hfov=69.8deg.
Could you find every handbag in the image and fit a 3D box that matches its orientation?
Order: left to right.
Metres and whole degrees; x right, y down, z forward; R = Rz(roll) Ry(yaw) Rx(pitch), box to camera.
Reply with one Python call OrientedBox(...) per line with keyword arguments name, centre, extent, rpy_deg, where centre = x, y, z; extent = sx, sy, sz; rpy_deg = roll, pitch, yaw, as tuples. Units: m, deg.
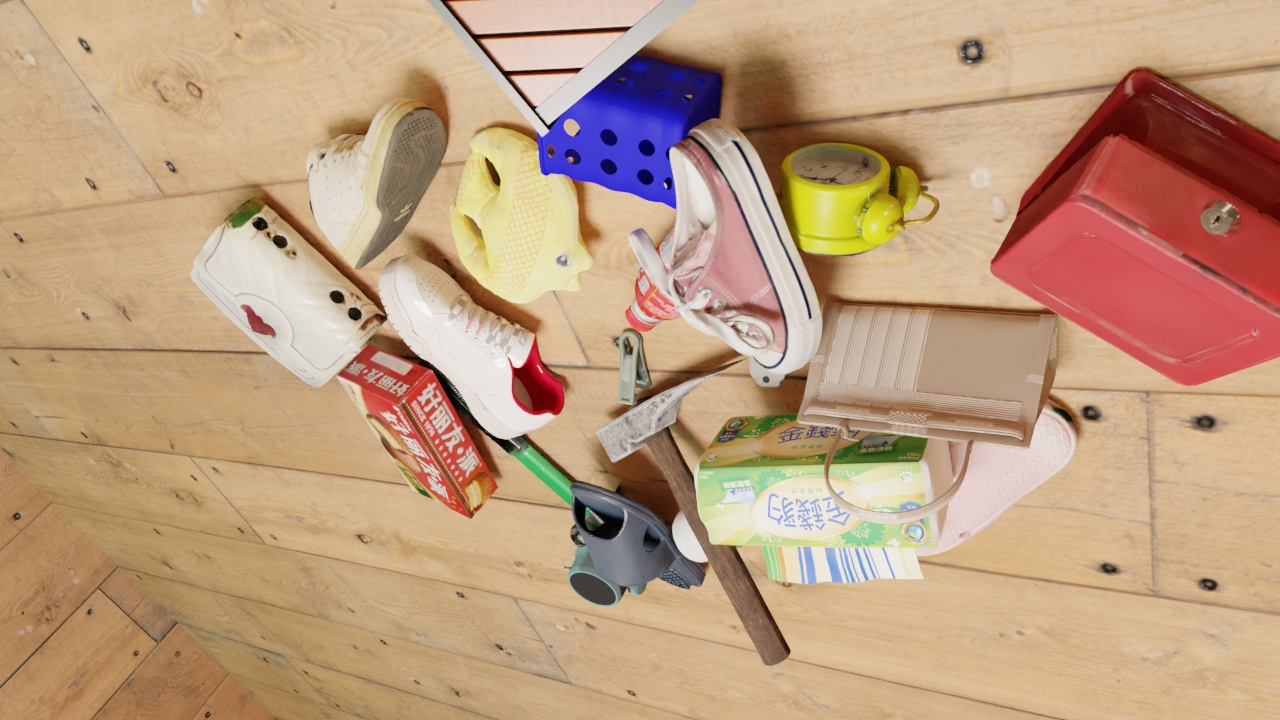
OrientedBox(name="handbag", centre=(-0.399, -0.073, 1.044), extent=(0.198, 0.095, 0.142), rpy_deg=(45, 138, -12))
OrientedBox(name="handbag", centre=(0.200, 0.041, 0.678), extent=(0.176, 0.197, 0.062), rpy_deg=(6, 134, 30))

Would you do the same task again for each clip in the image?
OrientedBox(name="clip", centre=(-0.008, 0.004, 0.915), extent=(0.023, 0.061, 0.076), rpy_deg=(10, 120, 24))
OrientedBox(name="clip", centre=(0.115, -0.005, 0.820), extent=(0.102, 0.043, 0.054), rpy_deg=(7, 122, 30))

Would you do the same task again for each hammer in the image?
OrientedBox(name="hammer", centre=(-0.145, 0.107, 1.113), extent=(0.319, 0.032, 0.131), rpy_deg=(44, 141, -12))
OrientedBox(name="hammer", centre=(0.090, 0.158, 0.908), extent=(0.218, 0.037, 0.300), rpy_deg=(-33, 84, 50))

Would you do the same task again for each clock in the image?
OrientedBox(name="clock", centre=(-0.041, 0.279, 1.202), extent=(0.125, 0.053, 0.090), rpy_deg=(-21, 118, 42))
OrientedBox(name="clock", centre=(0.149, -0.112, 0.648), extent=(0.119, 0.083, 0.057), rpy_deg=(16, 131, 23))

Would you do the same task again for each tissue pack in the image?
OrientedBox(name="tissue pack", centre=(0.159, 0.126, 0.770), extent=(0.198, 0.120, 0.141), rpy_deg=(-3, 112, 33))

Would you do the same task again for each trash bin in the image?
OrientedBox(name="trash bin", centre=(-0.024, -0.255, 0.525), extent=(0.172, 0.139, 0.139), rpy_deg=(-32, 111, 26))

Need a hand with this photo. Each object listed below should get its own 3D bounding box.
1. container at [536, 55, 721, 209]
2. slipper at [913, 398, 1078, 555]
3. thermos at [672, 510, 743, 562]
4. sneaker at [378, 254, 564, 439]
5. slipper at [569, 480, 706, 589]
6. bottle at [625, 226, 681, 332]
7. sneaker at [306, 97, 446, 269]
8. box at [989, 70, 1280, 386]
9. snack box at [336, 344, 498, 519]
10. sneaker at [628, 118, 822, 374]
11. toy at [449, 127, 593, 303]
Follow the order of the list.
OrientedBox(name="container", centre=(-0.007, -0.176, 0.682), extent=(0.114, 0.084, 0.085), rpy_deg=(19, 140, 15))
OrientedBox(name="slipper", centre=(0.275, 0.098, 0.801), extent=(0.107, 0.055, 0.222), rpy_deg=(39, 130, -6))
OrientedBox(name="thermos", centre=(0.120, 0.151, 0.952), extent=(0.068, 0.067, 0.231), rpy_deg=(40, 140, -9))
OrientedBox(name="sneaker", centre=(-0.160, -0.022, 0.950), extent=(0.104, 0.090, 0.236), rpy_deg=(-17, 119, 33))
OrientedBox(name="slipper", centre=(-0.012, 0.221, 1.053), extent=(0.101, 0.082, 0.263), rpy_deg=(14, 156, 39))
OrientedBox(name="bottle", centre=(0.030, -0.069, 0.787), extent=(0.062, 0.061, 0.138), rpy_deg=(38, 141, -6))
OrientedBox(name="sneaker", centre=(-0.258, -0.181, 0.854), extent=(0.102, 0.088, 0.242), rpy_deg=(45, 144, -2))
OrientedBox(name="box", centre=(0.314, -0.063, 0.557), extent=(0.157, 0.126, 0.137), rpy_deg=(29, 146, 5))
OrientedBox(name="snack box", centre=(-0.269, 0.092, 1.128), extent=(0.113, 0.060, 0.237), rpy_deg=(19, 146, 31))
OrientedBox(name="sneaker", centre=(0.063, -0.058, 0.664), extent=(0.118, 0.087, 0.241), rpy_deg=(47, 170, 43))
OrientedBox(name="toy", centre=(-0.108, -0.122, 0.826), extent=(0.155, 0.064, 0.171), rpy_deg=(41, 136, 9))
